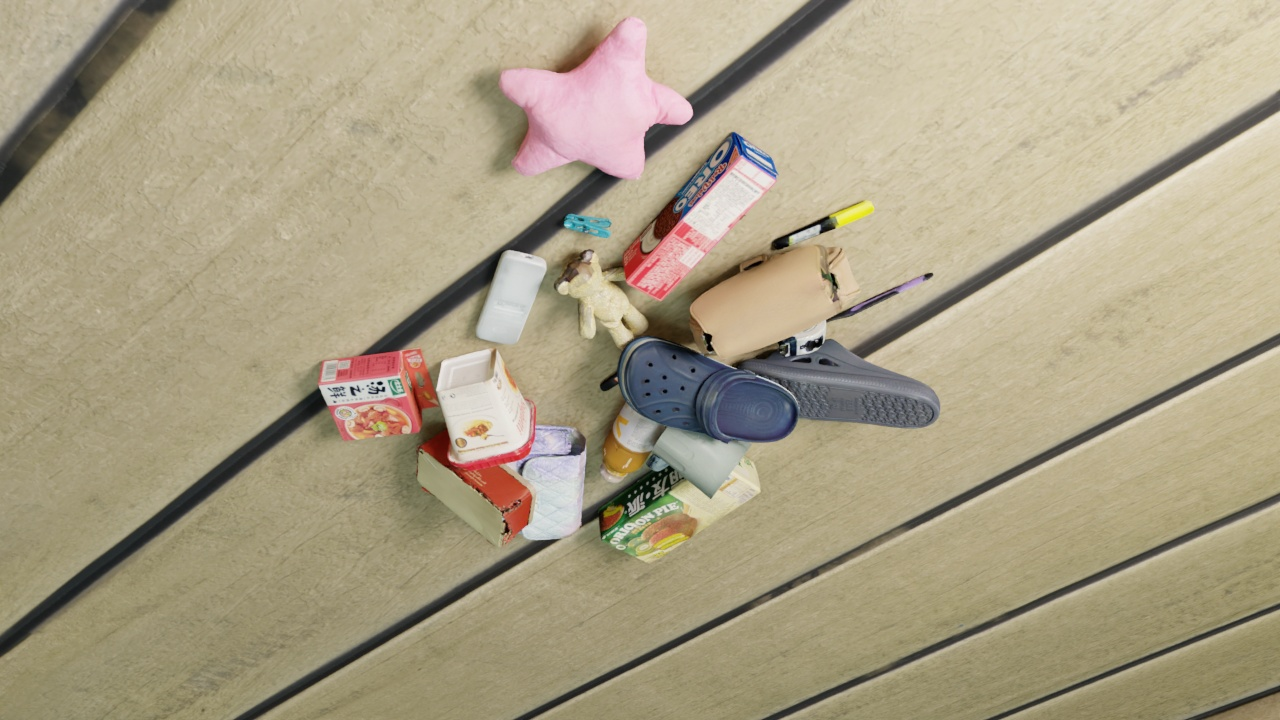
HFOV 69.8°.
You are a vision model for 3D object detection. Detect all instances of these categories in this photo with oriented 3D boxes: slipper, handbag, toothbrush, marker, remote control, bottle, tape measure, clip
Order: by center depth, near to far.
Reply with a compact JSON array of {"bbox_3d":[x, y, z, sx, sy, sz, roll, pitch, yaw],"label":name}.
[{"bbox_3d":[-0.060,-0.155,1.047,0.055,0.038,0.013,8,130,-8],"label":"clip"},{"bbox_3d":[0.151,-0.073,1.083,0.205,0.147,0.100,-24,96,13],"label":"handbag"},{"bbox_3d":[0.216,-0.160,1.091,0.124,0.015,0.018,-22,133,16],"label":"marker"},{"bbox_3d":[-0.158,-0.075,1.111,0.055,0.020,0.136,11,131,-20],"label":"remote control"},{"bbox_3d":[0.089,0.052,1.150,0.252,0.095,0.105,18,98,-19],"label":"slipper"},{"bbox_3d":[0.203,-0.039,1.170,0.066,0.065,0.034,-8,139,2],"label":"tape measure"},{"bbox_3d":[0.291,-0.070,1.191,0.189,0.014,0.017,-25,140,15],"label":"toothbrush"},{"bbox_3d":[-0.007,0.007,1.220,0.124,0.015,0.018,-35,128,26],"label":"marker"},{"bbox_3d":[0.264,0.027,1.229,0.268,0.083,0.111,9,147,17],"label":"slipper"},{"bbox_3d":[-0.005,0.099,1.271,0.068,0.068,0.190,13,131,-21],"label":"bottle"},{"bbox_3d":[-0.148,0.180,1.324,0.134,0.075,0.194,1,135,-6],"label":"handbag"}]

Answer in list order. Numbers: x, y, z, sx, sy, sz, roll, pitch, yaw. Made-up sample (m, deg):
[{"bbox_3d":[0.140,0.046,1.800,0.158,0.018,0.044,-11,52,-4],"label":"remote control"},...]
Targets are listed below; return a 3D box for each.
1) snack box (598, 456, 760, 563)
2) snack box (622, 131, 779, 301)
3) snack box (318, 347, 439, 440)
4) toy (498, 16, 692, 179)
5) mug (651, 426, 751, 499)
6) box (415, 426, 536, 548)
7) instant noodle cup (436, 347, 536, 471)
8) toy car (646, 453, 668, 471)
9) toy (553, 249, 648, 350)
[{"bbox_3d":[0.056,0.215,1.399,0.114,0.063,0.241,32,122,-33],"label":"snack box"},{"bbox_3d":[0.064,-0.160,1.038,0.058,0.057,0.208,27,125,-28],"label":"snack box"},{"bbox_3d":[-0.335,0.046,1.185,0.127,0.044,0.113,-8,135,-2],"label":"snack box"},{"bbox_3d":[-0.049,-0.241,0.929,0.195,0.074,0.178,-20,136,16],"label":"toy"},{"bbox_3d":[0.087,0.115,1.243,0.103,0.123,0.084,36,122,8],"label":"mug"},{"bbox_3d":[-0.230,0.174,1.239,0.168,0.079,0.091,34,136,21],"label":"box"},{"bbox_3d":[-0.204,0.060,1.182,0.117,0.116,0.124,-13,122,4],"label":"instant noodle cup"},{"bbox_3d":[0.054,0.124,1.299,0.105,0.031,0.049,-32,160,-24],"label":"toy car"},{"bbox_3d":[-0.043,-0.070,1.113,0.105,0.066,0.157,-49,134,-7],"label":"toy"}]
